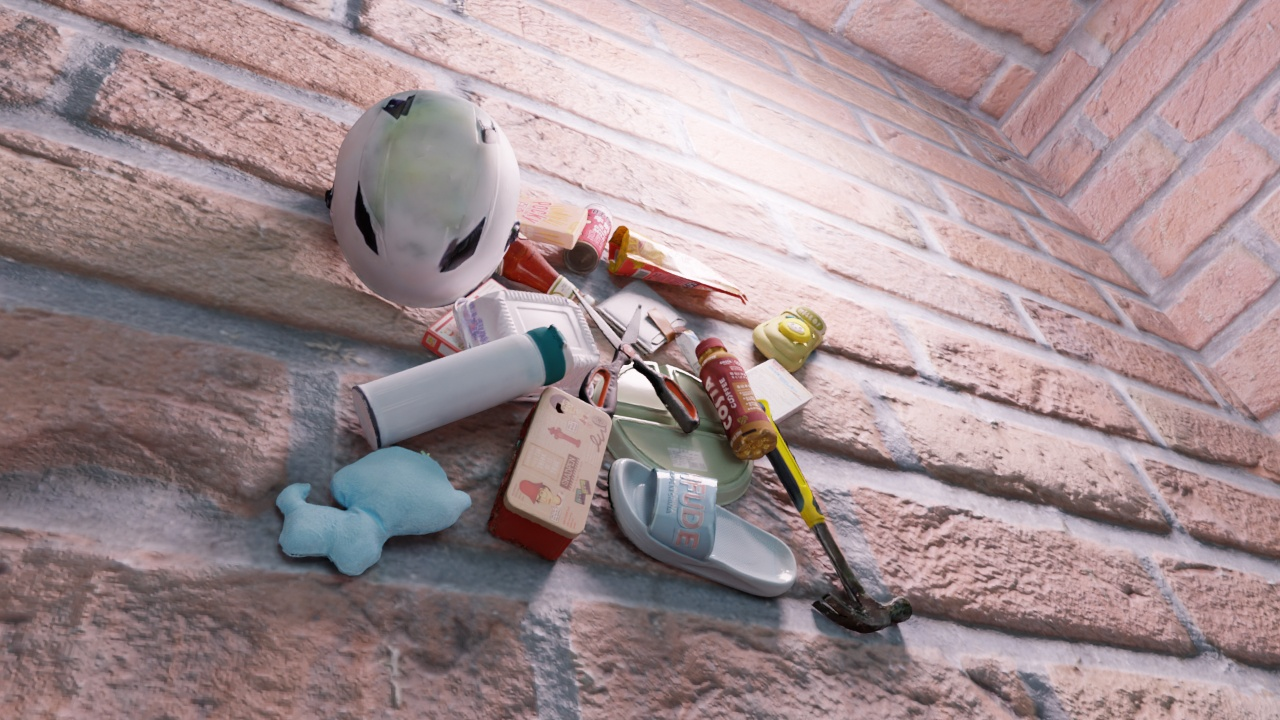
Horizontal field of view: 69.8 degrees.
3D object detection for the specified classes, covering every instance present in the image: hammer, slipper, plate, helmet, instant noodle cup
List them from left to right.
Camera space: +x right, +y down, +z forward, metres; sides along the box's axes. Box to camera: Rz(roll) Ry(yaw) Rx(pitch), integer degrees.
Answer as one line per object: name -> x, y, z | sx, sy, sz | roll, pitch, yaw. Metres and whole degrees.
helmet -> -0.244, -0.204, 1.063 | 0.229, 0.146, 0.258 | 14, 68, -12
instant noodle cup -> -0.121, -0.023, 1.072 | 0.173, 0.060, 0.138 | 2, 56, -47
plate -> 0.047, 0.084, 1.145 | 0.230, 0.028, 0.229 | 21, 36, -17
slipper -> 0.073, 0.180, 1.006 | 0.245, 0.074, 0.103 | 28, 35, -11
slipper -> 0.242, -0.051, 1.428 | 0.091, 0.082, 0.190 | 39, 32, 12
hammer -> 0.207, 0.183, 1.130 | 0.126, 0.032, 0.323 | -1, 52, -39

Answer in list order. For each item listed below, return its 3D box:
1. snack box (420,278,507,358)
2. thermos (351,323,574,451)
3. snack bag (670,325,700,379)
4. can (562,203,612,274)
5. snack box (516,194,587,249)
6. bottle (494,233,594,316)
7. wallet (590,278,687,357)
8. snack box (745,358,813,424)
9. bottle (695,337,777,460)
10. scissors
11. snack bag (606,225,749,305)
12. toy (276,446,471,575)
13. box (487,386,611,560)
snack box -> -0.189, -0.041, 1.102 | 0.077, 0.027, 0.155 | 35, 34, 1
thermos -> -0.174, 0.023, 0.937 | 0.223, 0.073, 0.073 | -20, 59, -26
snack bag -> 0.078, -0.005, 1.268 | 0.104, 0.026, 0.048 | 60, 28, 8
can -> -0.075, -0.181, 1.345 | 0.053, 0.053, 0.132 | 28, 35, -9
snack box -> -0.159, -0.200, 1.282 | 0.157, 0.026, 0.084 | 13, 36, 4
bottle -> -0.152, -0.125, 1.212 | 0.206, 0.060, 0.059 | 36, 34, -3
wallet -> 0.004, -0.061, 1.278 | 0.106, 0.037, 0.129 | 39, 34, 8
snack box -> 0.173, 0.051, 1.289 | 0.084, 0.027, 0.156 | 46, 36, 17
bottle -> 0.117, 0.045, 1.173 | 0.057, 0.058, 0.174 | 8, 42, -33
scissors -> -0.007, 0.007, 1.103 | 0.221, 0.022, 0.229 | 40, 36, -17
snack bag -> 0.055, -0.135, 1.379 | 0.207, 0.073, 0.128 | 16, 11, -23
toy -> -0.239, 0.129, 0.833 | 0.161, 0.050, 0.155 | 19, 43, -8
box -> -0.097, 0.118, 0.952 | 0.091, 0.078, 0.167 | 27, 41, -11
